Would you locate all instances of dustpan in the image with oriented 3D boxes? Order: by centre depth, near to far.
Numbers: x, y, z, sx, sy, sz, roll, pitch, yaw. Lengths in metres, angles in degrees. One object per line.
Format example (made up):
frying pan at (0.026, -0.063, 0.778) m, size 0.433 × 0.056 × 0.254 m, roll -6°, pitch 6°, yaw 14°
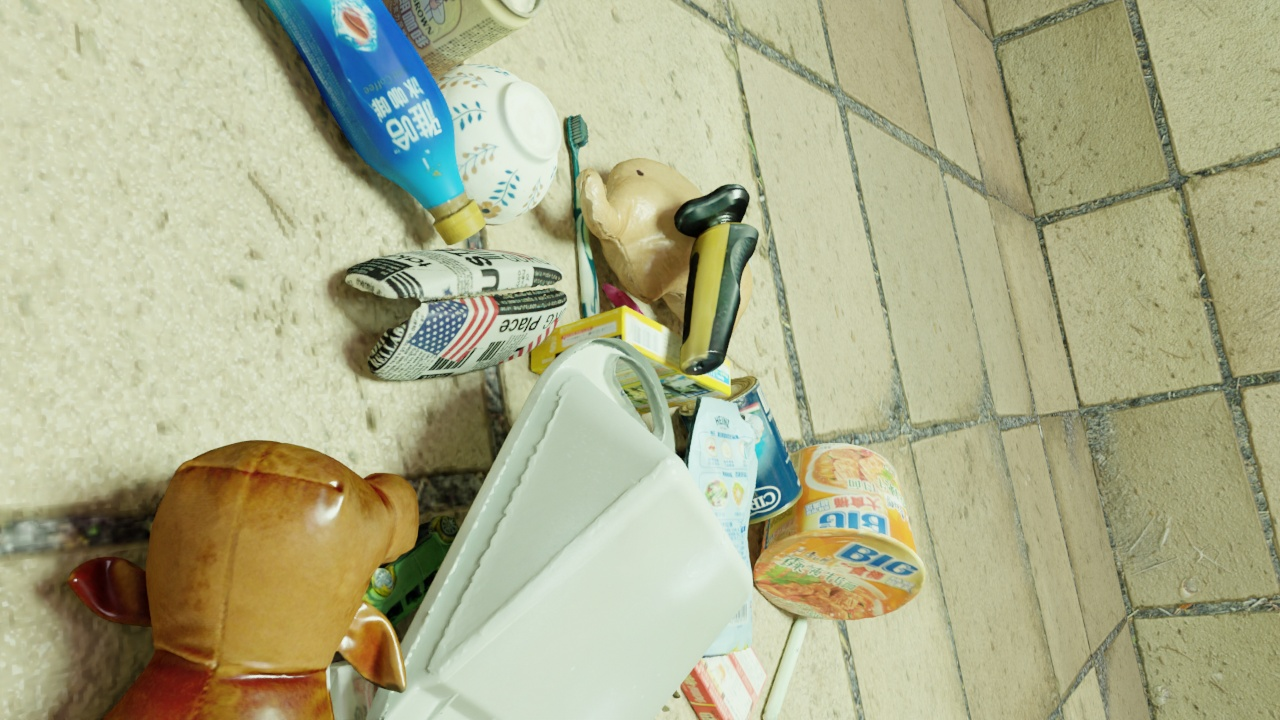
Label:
dustpan at (-0.042, 0.121, 0.562) m, size 0.257 × 0.143 × 0.223 m, roll -43°, pitch 138°, yaw -12°

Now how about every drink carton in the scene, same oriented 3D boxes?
drink carton at (-0.136, 0.211, 0.456) m, size 0.053 × 0.046 × 0.122 m, roll 9°, pitch 70°, yaw -52°

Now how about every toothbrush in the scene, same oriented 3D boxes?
toothbrush at (-0.044, -0.111, 0.737) m, size 0.016 × 0.018 × 0.191 m, roll 12°, pitch 68°, yaw -53°
toothbrush at (0.150, 0.267, 0.869) m, size 0.020 × 0.029 × 0.189 m, roll 29°, pitch 41°, yaw 8°

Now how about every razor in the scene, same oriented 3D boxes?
razor at (0.050, -0.060, 0.683) m, size 0.067 × 0.062 × 0.167 m, roll 16°, pitch 54°, yaw -7°

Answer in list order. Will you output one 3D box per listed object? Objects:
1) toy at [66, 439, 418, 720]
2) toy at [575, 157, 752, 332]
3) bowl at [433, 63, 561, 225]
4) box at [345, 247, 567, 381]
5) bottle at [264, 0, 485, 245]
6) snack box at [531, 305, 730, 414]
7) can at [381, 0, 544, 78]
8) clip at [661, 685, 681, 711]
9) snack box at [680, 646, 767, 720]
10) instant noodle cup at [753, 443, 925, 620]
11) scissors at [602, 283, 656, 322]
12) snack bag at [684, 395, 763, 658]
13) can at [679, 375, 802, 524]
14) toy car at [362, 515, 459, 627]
toy at (-0.172, 0.136, 0.388) m, size 0.131 × 0.140 × 0.199 m, roll 101°, pitch -5°, yaw -65°
toy at (0.013, -0.106, 0.762) m, size 0.226 × 0.083 × 0.143 m, roll 31°, pitch 40°, yaw -43°
bowl at (-0.096, -0.158, 0.642) m, size 0.113 × 0.062 × 0.113 m, roll 27°, pitch 55°, yaw -47°
box at (-0.109, -0.026, 0.583) m, size 0.162 × 0.076 × 0.088 m, roll -12°, pitch 110°, yaw -59°
bottle at (-0.160, -0.170, 0.549) m, size 0.219 × 0.065 × 0.065 m, roll 60°, pitch 37°, yaw -21°
snack box at (-0.004, 0.004, 0.688) m, size 0.140 × 0.087 × 0.033 m, roll 27°, pitch 57°, yaw -48°
can at (-0.121, -0.219, 0.579) m, size 0.058 × 0.117 × 0.058 m, roll 26°, pitch 57°, yaw -49°
clip at (-0.007, 0.205, 0.659) m, size 0.071 × 0.035 × 0.100 m, roll -33°, pitch 96°, yaw -54°
snack box at (0.051, 0.226, 0.736) m, size 0.153 × 0.026 × 0.075 m, roll 62°, pitch 37°, yaw -18°
instant noodle cup at (0.182, 0.156, 0.854) m, size 0.151 × 0.152 × 0.111 m, roll 49°, pitch 34°, yaw -33°
scissors at (0.011, -0.023, 0.761) m, size 0.113 × 0.017 × 0.134 m, roll 42°, pitch 1°, yaw 19°
snack bag at (0.063, 0.125, 0.705) m, size 0.110 × 0.039 × 0.191 m, roll 10°, pitch 80°, yaw -49°
can at (0.087, 0.077, 0.801) m, size 0.075 × 0.075 × 0.111 m, roll -38°, pitch 109°, yaw -54°
toy car at (-0.134, 0.116, 0.499) m, size 0.036 × 0.043 × 0.091 m, roll 62°, pitch 37°, yaw -13°
